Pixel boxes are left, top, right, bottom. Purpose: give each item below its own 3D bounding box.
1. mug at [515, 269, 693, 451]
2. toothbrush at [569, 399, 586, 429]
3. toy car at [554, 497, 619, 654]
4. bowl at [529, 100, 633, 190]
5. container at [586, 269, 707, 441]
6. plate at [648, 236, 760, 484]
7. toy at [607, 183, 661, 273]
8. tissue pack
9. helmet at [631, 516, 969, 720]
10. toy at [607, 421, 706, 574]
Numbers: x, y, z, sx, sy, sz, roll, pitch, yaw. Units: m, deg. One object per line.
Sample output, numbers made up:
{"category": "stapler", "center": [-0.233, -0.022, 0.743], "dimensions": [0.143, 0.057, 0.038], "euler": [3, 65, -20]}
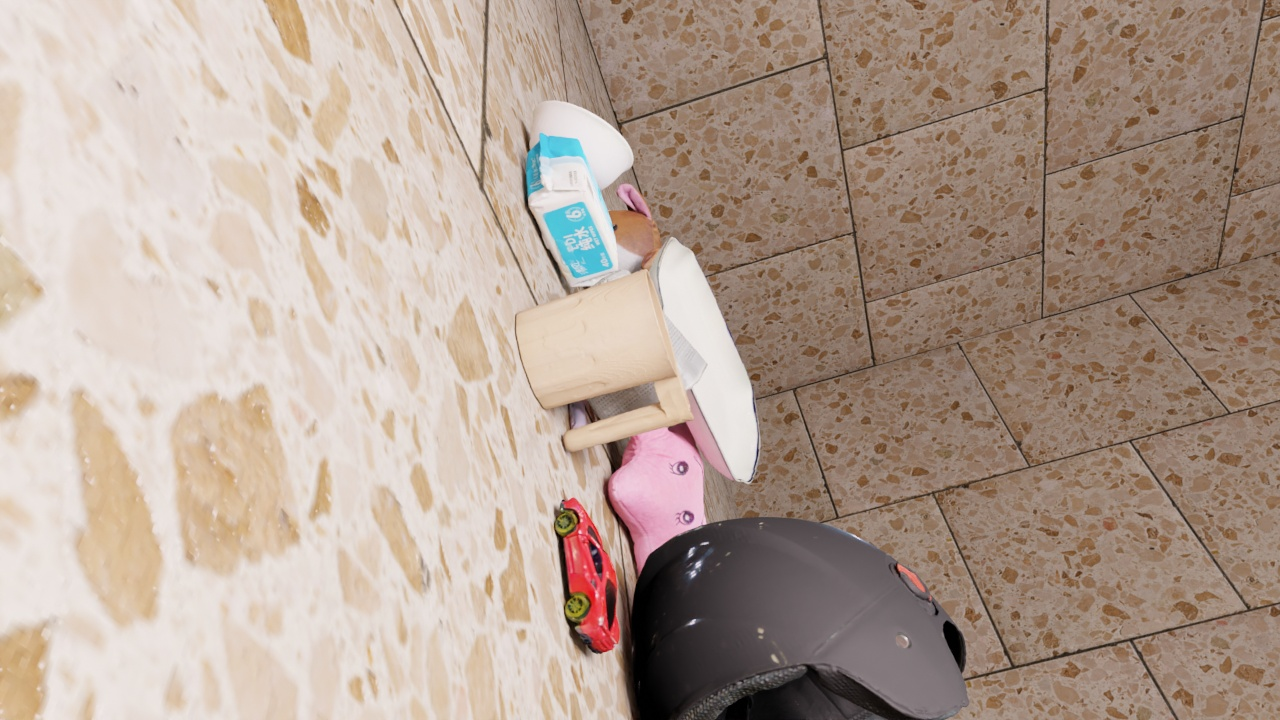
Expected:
{"category": "mug", "center": [-0.026, 0.004, 0.699], "dimensions": [0.084, 0.103, 0.125], "euler": [-89, 162, -70]}
{"category": "toothbrush", "center": [-0.058, 0.003, 0.831], "dimensions": [0.021, 0.029, 0.188], "euler": [25, 32, -23]}
{"category": "toy car", "center": [-0.034, 0.141, 0.615], "dimensions": [0.049, 0.031, 0.106], "euler": [68, 6, -51]}
{"category": "bowl", "center": [-0.074, -0.209, 0.965], "dimensions": [0.064, 0.118, 0.118], "euler": [-65, 160, -16]}
{"category": "container", "center": [-0.015, -0.010, 0.781], "dimensions": [0.114, 0.090, 0.090], "euler": [53, 15, -3]}
{"category": "plate", "center": [0.060, 0.006, 0.925], "dimensions": [0.266, 0.034, 0.161], "euler": [63, 26, -29]}
{"category": "toy", "center": [-0.016, -0.098, 1.079], "dimensions": [0.130, 0.140, 0.199], "euler": [5, 61, -45]}
{"category": "tissue pack", "center": [-0.069, -0.146, 0.907], "dimensions": [0.140, 0.063, 0.089], "euler": [66, 11, -47]}
{"category": "helmet", "center": [0.121, 0.238, 0.725], "dimensions": [0.274, 0.234, 0.230], "euler": [9, 37, -39]}
{"category": "toy", "center": [0.017, 0.137, 0.887], "dimensions": [0.178, 0.075, 0.194], "euler": [17, 65, -58]}
